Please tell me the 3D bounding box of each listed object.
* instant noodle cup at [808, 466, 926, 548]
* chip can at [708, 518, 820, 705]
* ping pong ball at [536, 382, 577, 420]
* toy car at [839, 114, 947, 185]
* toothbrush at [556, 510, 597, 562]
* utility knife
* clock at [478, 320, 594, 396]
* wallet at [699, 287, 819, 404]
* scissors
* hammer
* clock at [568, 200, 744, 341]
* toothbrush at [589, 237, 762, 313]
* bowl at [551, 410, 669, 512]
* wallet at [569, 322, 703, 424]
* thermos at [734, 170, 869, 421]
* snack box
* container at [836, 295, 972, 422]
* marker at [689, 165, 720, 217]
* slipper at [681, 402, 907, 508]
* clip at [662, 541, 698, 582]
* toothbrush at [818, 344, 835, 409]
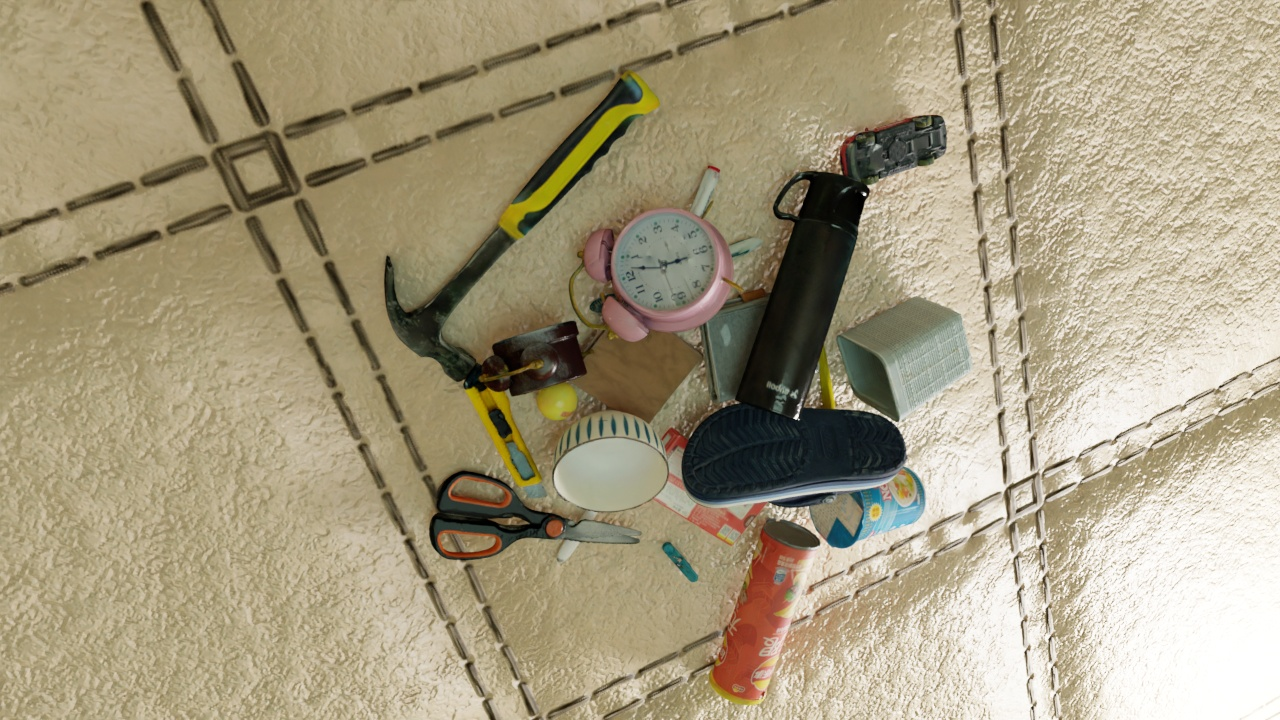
[{"bbox_3d":[0.268,0.162,1.068,0.109,0.099,0.099,-4,112,-28],"label":"instant noodle cup"},{"bbox_3d":[0.146,0.297,1.083,0.073,0.073,0.217,10,106,-24],"label":"chip can"},{"bbox_3d":[-0.083,0.039,0.911,0.040,0.040,0.040,-7,113,-18],"label":"ping pong ball"},{"bbox_3d":[0.254,-0.215,0.933,0.120,0.045,0.053,-20,114,-18],"label":"toy car"},{"bbox_3d":[-0.039,0.145,0.983,0.016,0.016,0.180,31,98,-22],"label":"toothbrush"},{"bbox_3d":[-0.128,0.076,0.898,0.033,0.015,0.177,-30,124,-12],"label":"utility knife"},{"bbox_3d":[-0.098,0.000,0.848,0.082,0.121,0.055,-15,93,28],"label":"clock"},{"bbox_3d":[0.123,-0.021,0.963,0.129,0.037,0.106,-15,103,-23],"label":"wallet"},{"bbox_3d":[-0.108,0.185,0.958,0.235,0.022,0.139,34,83,-20],"label":"scissors"},{"bbox_3d":[-0.108,-0.135,0.837,0.323,0.032,0.126,-48,120,3],"label":"hammer"},{"bbox_3d":[0.009,-0.081,0.860,0.158,0.060,0.117,-20,82,9],"label":"clock"},{"bbox_3d":[0.038,-0.086,0.919,0.191,0.018,0.016,-22,118,-10],"label":"toothbrush"},{"bbox_3d":[-0.032,0.093,0.927,0.116,0.066,0.117,-3,134,-3],"label":"bowl"},{"bbox_3d":[-0.006,0.005,0.931,0.115,0.020,0.101,33,99,-33],"label":"wallet"},{"bbox_3d":[0.153,-0.067,0.921,0.090,0.068,0.242,17,88,4],"label":"thermos"},{"bbox_3d":[0.069,0.142,1.017,0.153,0.025,0.075,35,95,-29],"label":"snack box"},{"bbox_3d":[0.294,-0.006,1.009,0.111,0.090,0.090,-29,118,-11],"label":"container"},{"bbox_3d":[0.045,-0.121,0.897,0.017,0.017,0.145,21,94,-26],"label":"marker"},{"bbox_3d":[0.160,0.106,0.989,0.252,0.105,0.095,-5,148,-13],"label":"slipper"},{"bbox_3d":[0.044,0.228,1.046,0.013,0.034,0.055,-42,109,-4],"label":"clip"},{"bbox_3d":[0.207,0.013,1.023,0.015,0.016,0.190,-19,116,-12],"label":"toothbrush"}]
